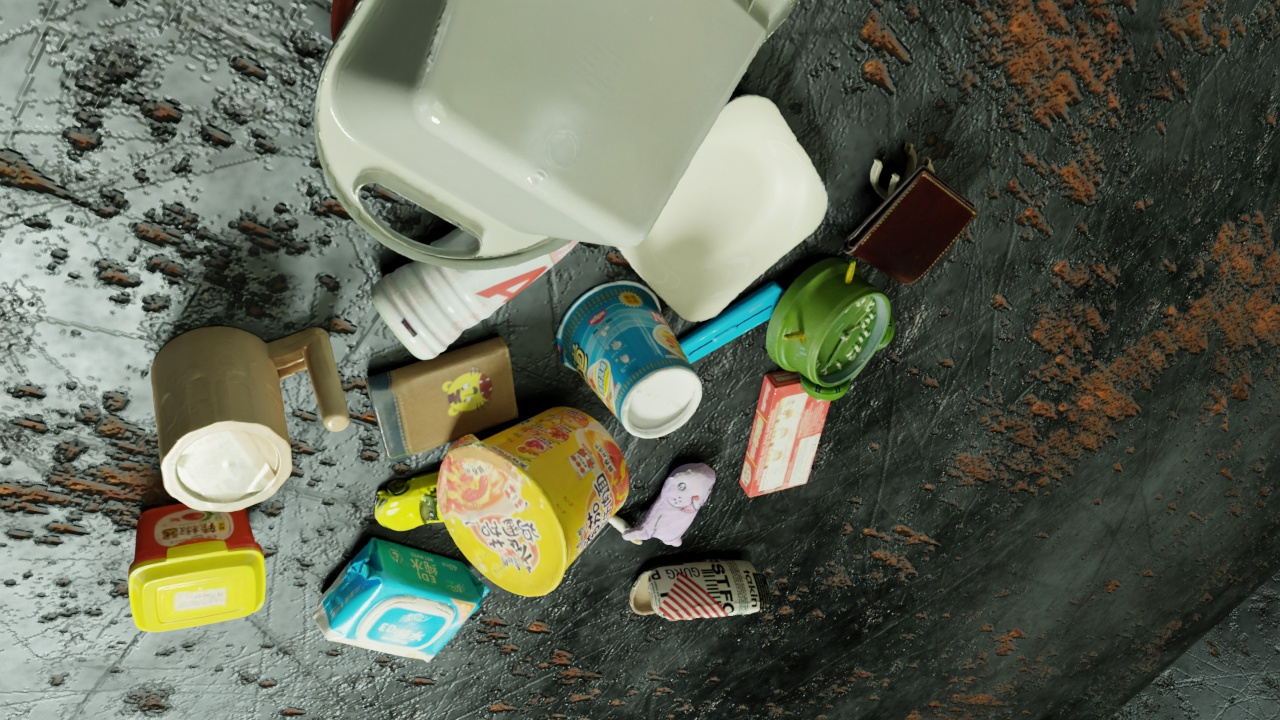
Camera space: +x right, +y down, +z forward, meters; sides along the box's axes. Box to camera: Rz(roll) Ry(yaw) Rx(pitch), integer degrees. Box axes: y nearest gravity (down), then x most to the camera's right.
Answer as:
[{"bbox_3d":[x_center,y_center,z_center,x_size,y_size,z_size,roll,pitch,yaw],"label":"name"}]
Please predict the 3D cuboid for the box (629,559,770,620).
[{"bbox_3d":[0.064,0.263,1.043,0.162,0.076,0.088,1,151,-31],"label":"box"}]

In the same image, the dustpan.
[{"bbox_3d":[-0.064,-0.173,0.545,0.222,0.143,0.257,27,85,-41],"label":"dustpan"}]

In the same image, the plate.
[{"bbox_3d":[0.061,-0.123,0.739,0.164,0.034,0.163,-40,135,6],"label":"plate"}]

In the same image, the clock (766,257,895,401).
[{"bbox_3d":[0.184,-0.025,0.862,0.116,0.056,0.161,-48,143,-1],"label":"clock"}]

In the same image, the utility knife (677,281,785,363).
[{"bbox_3d":[0.054,-0.015,0.835,0.191,0.018,0.034,-32,135,-3],"label":"utility knife"}]

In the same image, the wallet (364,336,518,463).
[{"bbox_3d":[-0.158,0.033,0.744,0.115,0.033,0.090,-20,132,-20],"label":"wallet"}]

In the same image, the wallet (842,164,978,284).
[{"bbox_3d":[0.245,-0.118,0.822,0.122,0.020,0.096,14,123,-48],"label":"wallet"}]

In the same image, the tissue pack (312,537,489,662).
[{"bbox_3d":[-0.218,0.222,0.840,0.090,0.063,0.140,-48,134,12],"label":"tissue pack"}]

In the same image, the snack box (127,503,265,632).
[{"bbox_3d":[-0.339,0.154,0.702,0.091,0.080,0.082,-5,127,-28],"label":"snack box"}]

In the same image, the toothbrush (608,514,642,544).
[{"bbox_3d":[-0.042,0.140,0.909,0.018,0.016,0.191,-44,134,-3],"label":"toothbrush"}]

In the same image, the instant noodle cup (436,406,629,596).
[{"bbox_3d":[-0.083,0.109,0.767,0.109,0.138,0.138,-35,145,-46],"label":"instant noodle cup"}]

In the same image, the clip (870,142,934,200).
[{"bbox_3d":[0.246,-0.152,0.824,0.083,0.034,0.104,-39,140,5],"label":"clip"}]

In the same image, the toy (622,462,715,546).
[{"bbox_3d":[0.035,0.147,0.942,0.083,0.039,0.108,13,119,-41],"label":"toy"}]

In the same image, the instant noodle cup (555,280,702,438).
[{"bbox_3d":[-0.004,0.004,0.752,0.099,0.110,0.099,-17,133,-19],"label":"instant noodle cup"}]

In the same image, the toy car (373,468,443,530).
[{"bbox_3d":[-0.179,0.122,0.803,0.105,0.032,0.048,-14,132,-18],"label":"toy car"}]

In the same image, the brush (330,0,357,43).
[{"bbox_3d":[-0.127,-0.235,0.517,0.069,0.063,0.146,-2,126,-45],"label":"brush"}]

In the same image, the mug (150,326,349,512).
[{"bbox_3d":[-0.266,0.032,0.628,0.124,0.103,0.084,-21,133,-13],"label":"mug"}]

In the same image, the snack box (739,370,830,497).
[{"bbox_3d":[0.153,0.075,0.961,0.075,0.025,0.153,-10,130,-22],"label":"snack box"}]

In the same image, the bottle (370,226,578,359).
[{"bbox_3d":[-0.096,-0.082,0.661,0.197,0.068,0.068,-36,135,-3],"label":"bottle"}]
